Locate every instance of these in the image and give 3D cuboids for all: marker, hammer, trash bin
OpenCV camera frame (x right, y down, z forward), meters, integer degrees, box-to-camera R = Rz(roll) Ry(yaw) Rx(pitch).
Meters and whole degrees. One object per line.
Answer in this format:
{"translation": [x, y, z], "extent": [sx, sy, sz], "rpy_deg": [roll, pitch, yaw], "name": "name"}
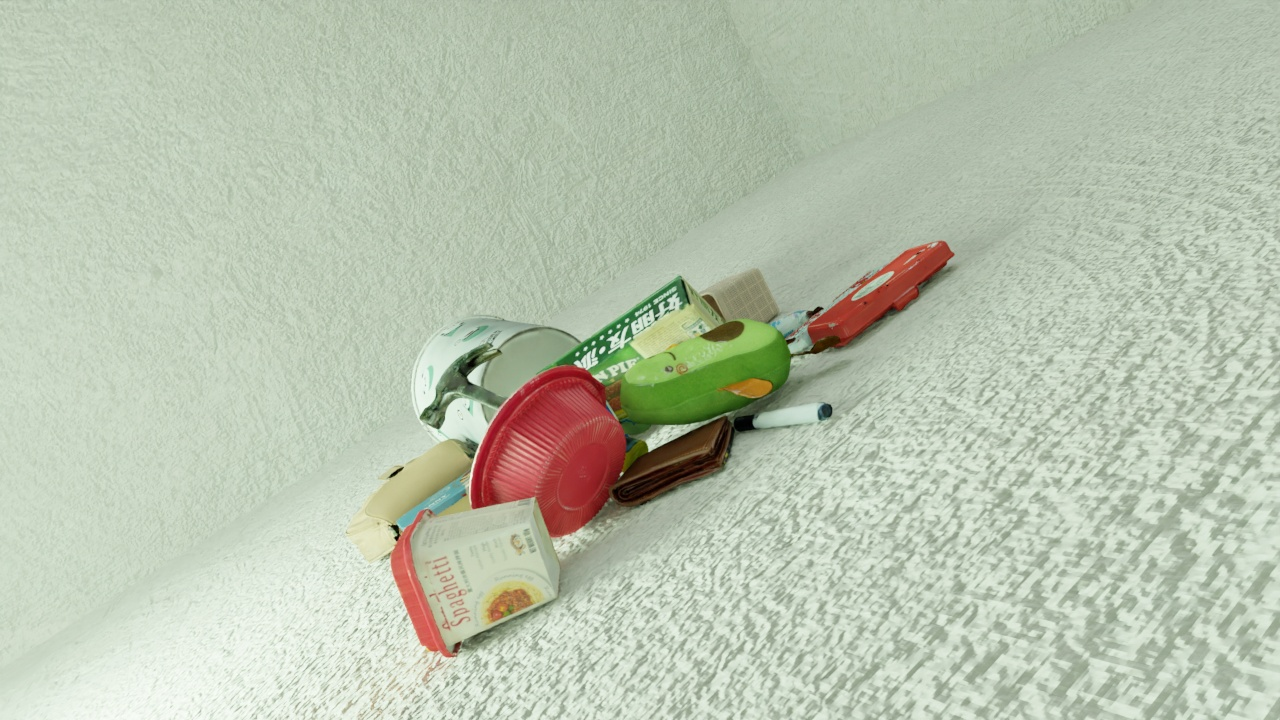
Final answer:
{"translation": [0.138, 0.055, 0.895], "extent": [0.022, 0.018, 0.131], "rpy_deg": [-26, 5, -34], "name": "marker"}
{"translation": [-0.126, 0.064, 1.097], "extent": [0.324, 0.032, 0.126], "rpy_deg": [17, 73, 35], "name": "hammer"}
{"translation": [-0.193, 0.043, 1.354], "extent": [0.229, 0.229, 0.252], "rpy_deg": [-35, 16, -23], "name": "trash bin"}

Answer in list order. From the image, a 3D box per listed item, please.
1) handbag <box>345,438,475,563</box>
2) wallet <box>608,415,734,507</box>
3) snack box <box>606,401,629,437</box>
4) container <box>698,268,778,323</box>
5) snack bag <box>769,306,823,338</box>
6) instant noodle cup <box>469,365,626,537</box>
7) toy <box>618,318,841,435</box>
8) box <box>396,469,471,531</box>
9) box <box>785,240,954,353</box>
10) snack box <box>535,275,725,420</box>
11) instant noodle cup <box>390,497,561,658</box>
{"translation": [-0.314, 0.190, 1.287], "extent": [0.203, 0.100, 0.148], "rpy_deg": [-42, 11, -36], "name": "handbag"}
{"translation": [0.034, 0.102, 0.930], "extent": [0.125, 0.032, 0.101], "rpy_deg": [-26, 8, 20], "name": "wallet"}
{"translation": [-0.099, 0.105, 1.130], "extent": [0.157, 0.084, 0.026], "rpy_deg": [-28, 11, 12], "name": "snack box"}
{"translation": [0.133, -0.076, 1.352], "extent": [0.110, 0.090, 0.090], "rpy_deg": [-34, 10, -34], "name": "container"}
{"translation": [0.191, -0.044, 1.197], "extent": [0.105, 0.026, 0.045], "rpy_deg": [-27, -13, 21], "name": "snack bag"}
{"translation": [-0.079, 0.104, 0.918], "extent": [0.066, 0.194, 0.193], "rpy_deg": [24, 46, 33], "name": "instant noodle cup"}
{"translation": [0.085, 0.010, 0.992], "extent": [0.246, 0.090, 0.227], "rpy_deg": [-21, 14, -18], "name": "toy"}
{"translation": [-0.229, 0.187, 1.178], "extent": [0.184, 0.059, 0.090], "rpy_deg": [-32, 9, -21], "name": "box"}
{"translation": [0.265, -0.073, 1.105], "extent": [0.200, 0.038, 0.158], "rpy_deg": [-36, 11, -24], "name": "box"}
{"translation": [-0.007, 0.007, 1.147], "extent": [0.240, 0.114, 0.063], "rpy_deg": [-34, 39, 19], "name": "snack box"}
{"translation": [-0.142, 0.185, 0.822], "extent": [0.124, 0.116, 0.116], "rpy_deg": [-19, 11, 1], "name": "instant noodle cup"}
